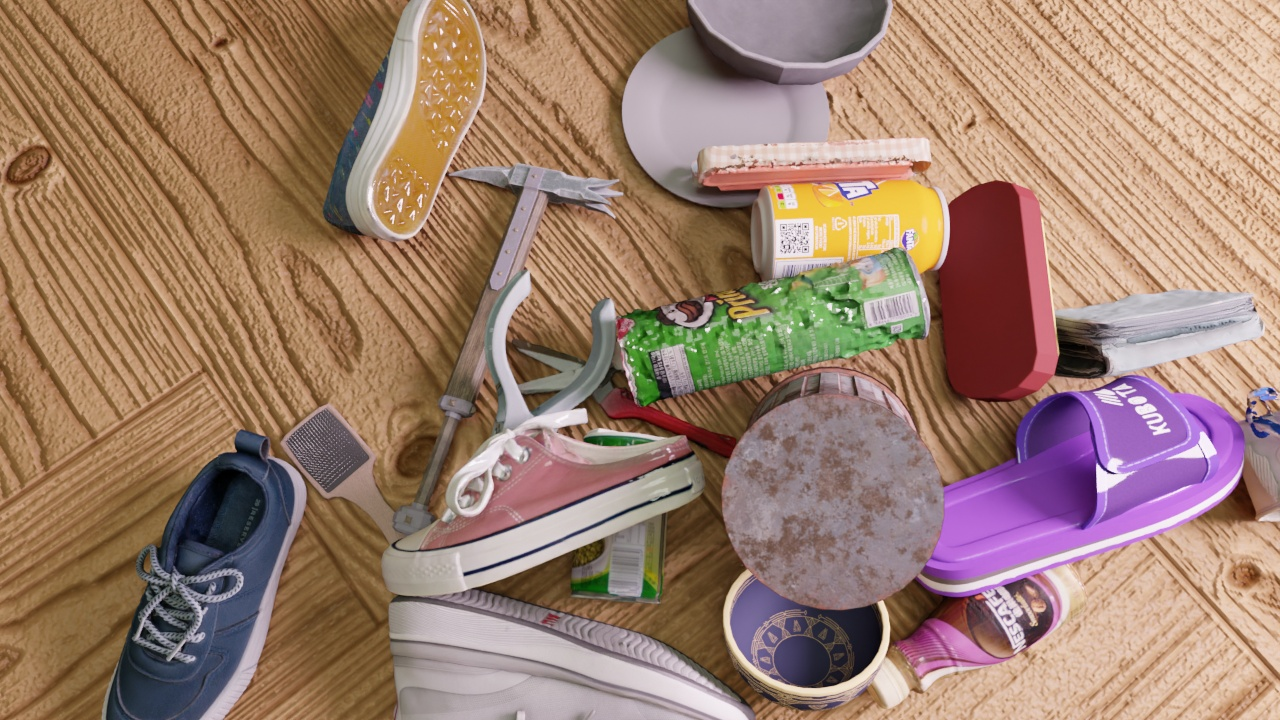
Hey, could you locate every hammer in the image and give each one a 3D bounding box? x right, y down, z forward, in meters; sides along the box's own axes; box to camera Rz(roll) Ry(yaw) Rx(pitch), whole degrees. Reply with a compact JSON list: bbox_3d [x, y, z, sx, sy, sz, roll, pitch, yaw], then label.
[{"bbox_3d":[-0.131,-0.014,0.723,0.147,0.028,0.316,13,73,13],"label":"hammer"}]

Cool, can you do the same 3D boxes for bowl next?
[{"bbox_3d":[0.115,0.199,0.647,0.112,0.061,0.112,-3,41,3],"label":"bowl"}]

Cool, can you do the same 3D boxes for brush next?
[{"bbox_3d":[0.282,-0.053,0.719,0.041,0.082,0.173,10,72,-30],"label":"brush"},{"bbox_3d":[-0.218,0.094,0.701,0.049,0.015,0.135,-42,79,-12],"label":"brush"}]

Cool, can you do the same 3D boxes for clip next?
[{"bbox_3d":[-0.053,0.024,0.700,0.141,0.029,0.171,8,93,-24],"label":"clip"}]

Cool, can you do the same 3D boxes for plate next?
[{"bbox_3d":[0.073,-0.212,0.793,0.178,0.012,0.178,0,74,-1],"label":"plate"}]

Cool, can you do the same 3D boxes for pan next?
[{"bbox_3d":[0.068,-0.368,0.819,0.178,0.041,0.357,-34,71,-20],"label":"pan"}]

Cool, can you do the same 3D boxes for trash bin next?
[{"bbox_3d":[0.126,0.074,0.611,0.131,0.211,0.131,1,93,12],"label":"trash bin"}]

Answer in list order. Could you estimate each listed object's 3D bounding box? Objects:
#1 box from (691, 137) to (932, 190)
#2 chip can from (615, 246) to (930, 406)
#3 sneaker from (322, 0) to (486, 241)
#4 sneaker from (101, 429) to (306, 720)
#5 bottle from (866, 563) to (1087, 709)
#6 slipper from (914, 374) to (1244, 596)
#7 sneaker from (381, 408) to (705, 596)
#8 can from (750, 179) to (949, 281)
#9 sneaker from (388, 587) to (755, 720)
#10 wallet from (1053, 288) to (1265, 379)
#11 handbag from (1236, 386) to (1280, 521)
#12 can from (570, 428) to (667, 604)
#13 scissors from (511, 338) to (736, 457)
[{"bbox_3d":[0.135,-0.156,0.735,0.187,0.083,0.043,-2,85,-3],"label":"box"},{"bbox_3d":[0.097,-0.026,0.679,0.223,0.075,0.075,-14,75,2],"label":"chip can"},{"bbox_3d":[-0.197,-0.202,0.764,0.079,0.087,0.235,-1,67,35],"label":"sneaker"},{"bbox_3d":[-0.310,0.166,0.642,0.089,0.087,0.235,17,74,4],"label":"sneaker"},{"bbox_3d":[0.235,0.194,0.657,0.166,0.060,0.059,-28,77,-8],"label":"bottle"},{"bbox_3d":[0.309,0.072,0.657,0.266,0.084,0.107,-22,31,-4],"label":"slipper"},{"bbox_3d":[-0.078,0.088,0.614,0.241,0.118,0.088,-22,89,15],"label":"sneaker"},{"bbox_3d":[0.163,-0.102,0.728,0.142,0.079,0.079,-3,74,-2],"label":"can"},{"bbox_3d":[-0.055,0.244,0.629,0.263,0.097,0.128,13,86,1],"label":"sneaker"},{"bbox_3d":[0.386,-0.024,0.704,0.131,0.100,0.054,-15,101,-3],"label":"wallet"},{"bbox_3d":[0.535,0.047,0.633,0.200,0.200,0.093,-3,70,-5],"label":"handbag"},{"bbox_3d":[-0.014,0.114,0.672,0.067,0.067,0.120,4,75,0],"label":"can"},{"bbox_3d":[0.001,0.016,0.727,0.179,0.015,0.193,-40,78,-9],"label":"scissors"}]
